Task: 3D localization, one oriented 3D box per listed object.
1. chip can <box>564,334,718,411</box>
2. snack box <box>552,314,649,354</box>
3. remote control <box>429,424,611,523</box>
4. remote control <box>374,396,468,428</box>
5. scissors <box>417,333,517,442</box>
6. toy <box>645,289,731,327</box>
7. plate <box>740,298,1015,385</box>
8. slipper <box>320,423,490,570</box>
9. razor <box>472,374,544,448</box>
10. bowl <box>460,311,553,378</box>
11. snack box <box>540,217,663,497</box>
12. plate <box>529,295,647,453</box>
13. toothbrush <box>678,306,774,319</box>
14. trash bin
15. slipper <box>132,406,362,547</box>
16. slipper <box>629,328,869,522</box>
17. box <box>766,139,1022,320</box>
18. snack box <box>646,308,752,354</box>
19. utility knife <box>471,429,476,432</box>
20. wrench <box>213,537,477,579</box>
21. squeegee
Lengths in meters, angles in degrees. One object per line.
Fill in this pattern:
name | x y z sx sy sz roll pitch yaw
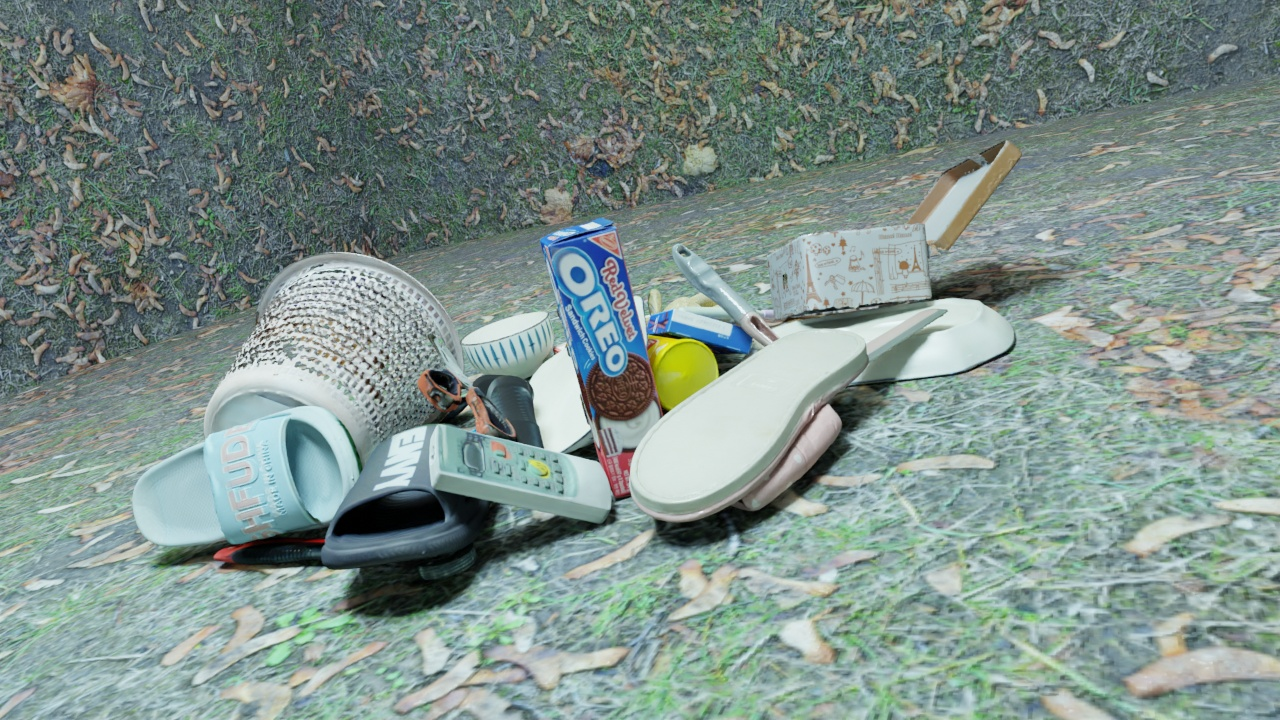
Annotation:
chip can | -0.006 0.006 0.944 0.072 0.072 0.214 -21 15 -25
snack box | -0.026 -0.024 1.161 0.155 0.027 0.077 -19 16 -18
remote control | -0.085 0.082 0.665 0.135 0.019 0.056 16 29 -23
remote control | -0.254 0.066 1.045 0.136 0.024 0.053 -11 15 15
scissors | -0.169 0.014 0.803 0.015 0.205 0.196 -53 -22 4
toy | 0.052 -0.046 1.111 0.156 0.066 0.105 -26 63 -41
plate | 0.219 -0.019 0.889 0.266 0.034 0.161 -7 16 26
slipper | -0.176 0.091 0.717 0.111 0.083 0.268 -11 7 3
razor | -0.112 0.067 0.817 0.062 0.068 0.167 7 24 -22
bowl | -0.162 -0.012 1.162 0.116 0.066 0.116 -16 16 5
snack box | -0.024 -0.002 0.709 0.057 0.207 0.058 -16 14 -8
plate | -0.046 0.027 0.854 0.165 0.034 0.163 -37 28 25
toothbrush | 0.116 -0.057 1.059 0.189 0.020 0.029 -3 5 -38
trash bin | -0.307 0.034 0.894 0.228 0.228 0.191 -11 27 14
slipper | -0.339 0.104 0.766 0.246 0.104 0.074 -15 -5 20
slipper | 0.091 0.050 0.699 0.114 0.054 0.273 7 30 37
box | 0.268 -0.122 0.977 0.273 0.125 0.179 -30 2 -3
snack box | 0.058 -0.029 0.963 0.084 0.026 0.157 15 -2 -7
utility knife | -0.157 0.074 0.888 0.215 0.018 0.034 -18 12 -42
wrench | -0.237 0.151 0.723 0.274 0.016 0.056 -5 12 30
squeegee | 0.107 -0.040 0.863 0.247 0.040 0.249 -31 49 -17
